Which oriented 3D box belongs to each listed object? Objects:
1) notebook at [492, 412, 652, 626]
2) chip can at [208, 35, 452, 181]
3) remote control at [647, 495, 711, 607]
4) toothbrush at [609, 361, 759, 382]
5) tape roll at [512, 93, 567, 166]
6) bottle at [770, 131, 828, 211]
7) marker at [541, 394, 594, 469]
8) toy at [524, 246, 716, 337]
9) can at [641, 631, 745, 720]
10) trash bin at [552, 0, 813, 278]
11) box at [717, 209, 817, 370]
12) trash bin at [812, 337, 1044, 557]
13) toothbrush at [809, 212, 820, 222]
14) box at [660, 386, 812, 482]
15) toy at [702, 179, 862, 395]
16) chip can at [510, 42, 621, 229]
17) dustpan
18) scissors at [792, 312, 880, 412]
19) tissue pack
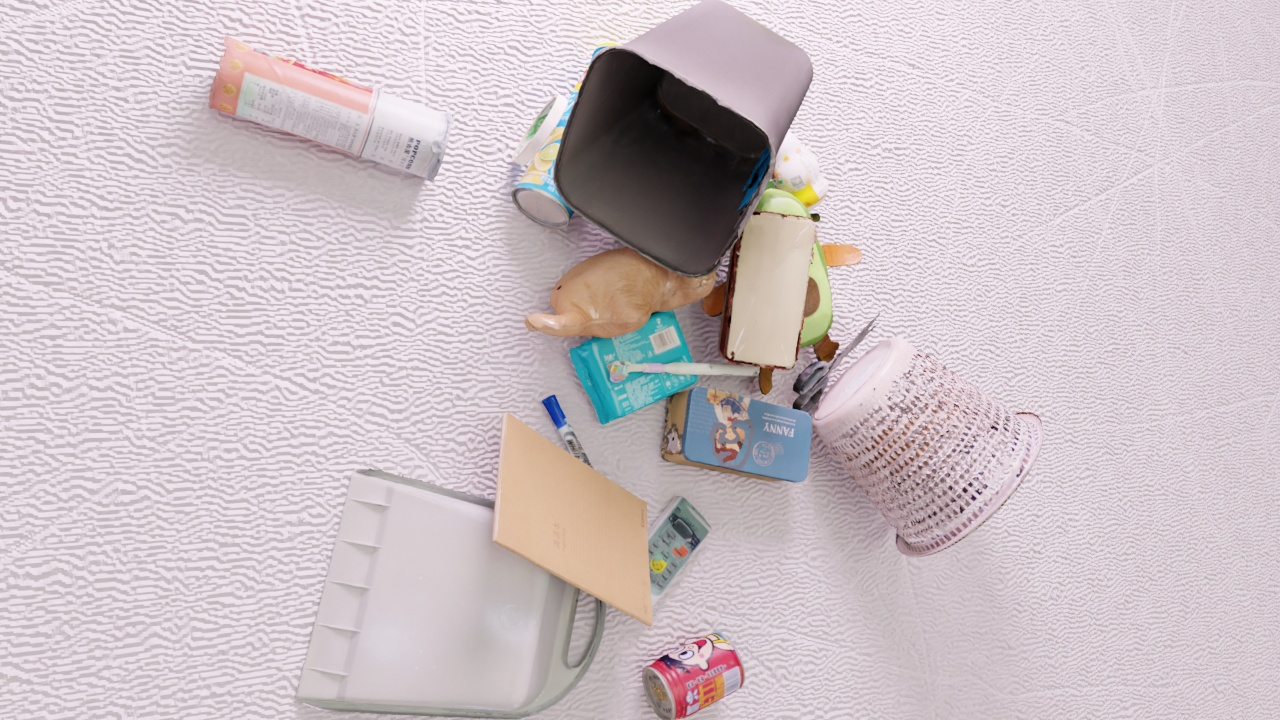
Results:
[{"bbox_3d":[-0.061,0.159,0.904,0.211,0.012,0.149,38,32,-34],"label":"notebook"},{"bbox_3d":[-0.297,-0.241,0.888,0.214,0.071,0.071,15,75,-24],"label":"chip can"},{"bbox_3d":[0.021,0.215,1.008,0.056,0.019,0.134,48,64,-13],"label":"remote control"},{"bbox_3d":[0.053,0.011,1.002,0.189,0.029,0.020,0,43,-31],"label":"toothbrush"},{"bbox_3d":[-0.107,-0.245,0.978,0.014,0.086,0.085,34,68,-20],"label":"tape roll"},{"bbox_3d":[0.187,-0.238,1.133,0.063,0.063,0.108,-43,115,-26],"label":"bottle"},{"bbox_3d":[-0.065,0.103,0.983,0.016,0.017,0.146,-30,96,-28],"label":"marker"},{"bbox_3d":[-0.032,-0.070,0.966,0.225,0.143,0.082,-26,114,-27],"label":"toy"},{"bbox_3d":[0.056,0.338,0.979,0.093,0.067,0.066,-17,90,-28],"label":"can"},{"bbox_3d":[0.059,-0.239,0.934,0.198,0.200,0.219,33,46,3],"label":"trash bin"},{"bbox_3d":[0.140,-0.076,1.003,0.091,0.080,0.168,7,97,-2],"label":"box"},{"bbox_3d":[0.322,0.087,1.090,0.192,0.228,0.227,42,65,-2],"label":"trash bin"},{"bbox_3d":[0.146,-0.171,1.140,0.185,0.017,0.012,-9,88,-26],"label":"toothbrush"},{"bbox_3d":[0.117,0.089,1.056,0.184,0.061,0.089,11,77,-24],"label":"box"},{"bbox_3d":[0.171,-0.089,1.089,0.226,0.090,0.247,-21,104,-25],"label":"toy"},{"bbox_3d":[-0.064,-0.248,1.010,0.071,0.071,0.209,34,69,-19],"label":"chip can"},{"bbox_3d":[-0.166,0.245,0.913,0.258,0.143,0.222,9,76,4],"label":"dustpan"},{"bbox_3d":[0.243,0.004,1.140,0.171,0.014,0.147,-9,125,-51],"label":"scissors"},{"bbox_3d":[-0.006,0.006,1.010,0.133,0.050,0.093,-24,95,-28],"label":"tissue pack"}]
